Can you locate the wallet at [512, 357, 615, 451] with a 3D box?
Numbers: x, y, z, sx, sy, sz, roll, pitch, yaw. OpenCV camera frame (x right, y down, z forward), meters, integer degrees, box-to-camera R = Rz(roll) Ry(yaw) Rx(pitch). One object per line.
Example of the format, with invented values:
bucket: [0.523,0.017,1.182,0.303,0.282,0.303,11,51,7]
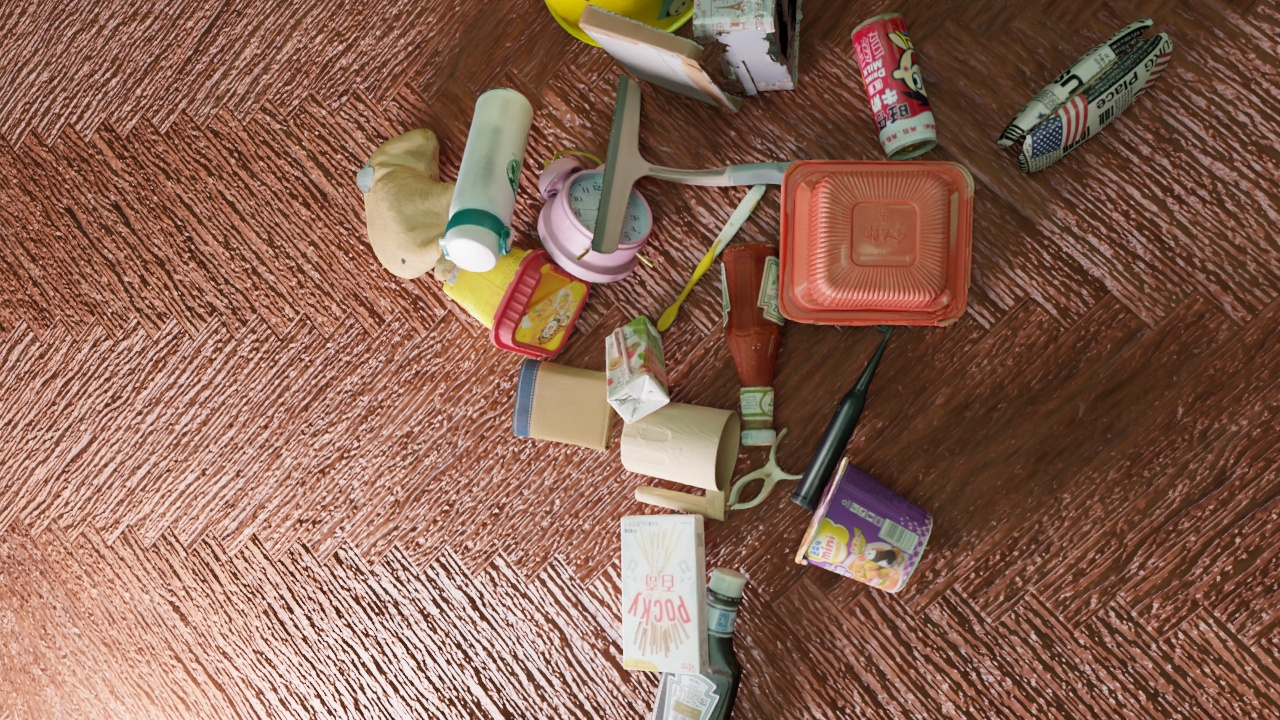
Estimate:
wallet: [-0.084,0.049,1.022,0.115,0.033,0.090,8,93,19]

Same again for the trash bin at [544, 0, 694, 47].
trash bin: [-0.051,-0.469,0.913,0.230,0.255,0.229,-1,87,19]

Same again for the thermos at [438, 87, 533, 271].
thermos: [-0.160,-0.194,0.984,0.073,0.073,0.223,-9,53,19]

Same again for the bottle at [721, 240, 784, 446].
bottle: [0.116,-0.017,0.933,0.060,0.059,0.206,-4,83,19]

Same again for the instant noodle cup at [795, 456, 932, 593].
instant noodle cup: [0.216,0.163,0.876,0.099,0.111,0.111,26,96,9]

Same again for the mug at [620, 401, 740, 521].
mug: [0.042,0.103,0.956,0.104,0.084,0.125,9,117,21]

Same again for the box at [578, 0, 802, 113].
box: [0.053,-0.340,0.913,0.192,0.183,0.156,5,88,17]

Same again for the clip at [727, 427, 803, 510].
clip: [0.128,0.118,0.942,0.097,0.034,0.061,-41,74,8]

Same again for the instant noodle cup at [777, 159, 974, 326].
instant noodle cup: [0.229,-0.115,0.879,0.189,0.079,0.164,0,90,4]

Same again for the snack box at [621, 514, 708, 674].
snack box: [0.024,0.237,0.940,0.085,0.026,0.156,-5,81,25]

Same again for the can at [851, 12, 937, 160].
can: [0.250,-0.268,0.903,0.053,0.053,0.132,-16,82,18]

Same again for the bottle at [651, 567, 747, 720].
bottle: [0.067,0.312,0.950,0.080,0.044,0.195,16,92,19]

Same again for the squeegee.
squeegee: [0.088,-0.197,0.956,0.250,0.040,0.247,3,59,8]

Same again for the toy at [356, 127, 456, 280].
toy: [-0.254,-0.157,1.044,0.144,0.082,0.226,-49,55,33]

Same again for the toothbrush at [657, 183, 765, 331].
toothbrush: [0.076,-0.109,0.981,0.016,0.018,0.191,38,97,20]

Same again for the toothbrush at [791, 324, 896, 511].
toothbrush: [0.206,0.049,0.910,0.027,0.026,0.212,26,88,11]

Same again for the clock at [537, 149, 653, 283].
clock: [-0.049,-0.161,0.972,0.060,0.117,0.158,-52,49,47]

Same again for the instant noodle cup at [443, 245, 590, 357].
instant noodle cup: [-0.140,-0.078,1.011,0.124,0.116,0.116,30,97,30]

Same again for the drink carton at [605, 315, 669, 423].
drink carton: [-0.006,0.006,0.950,0.054,0.122,0.045,-31,120,17]

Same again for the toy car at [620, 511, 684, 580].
toy car: [0.025,0.209,0.974,0.049,0.031,0.106,40,103,22]

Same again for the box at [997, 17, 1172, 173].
box: [0.413,-0.235,0.839,0.164,0.074,0.081,-38,86,12]
